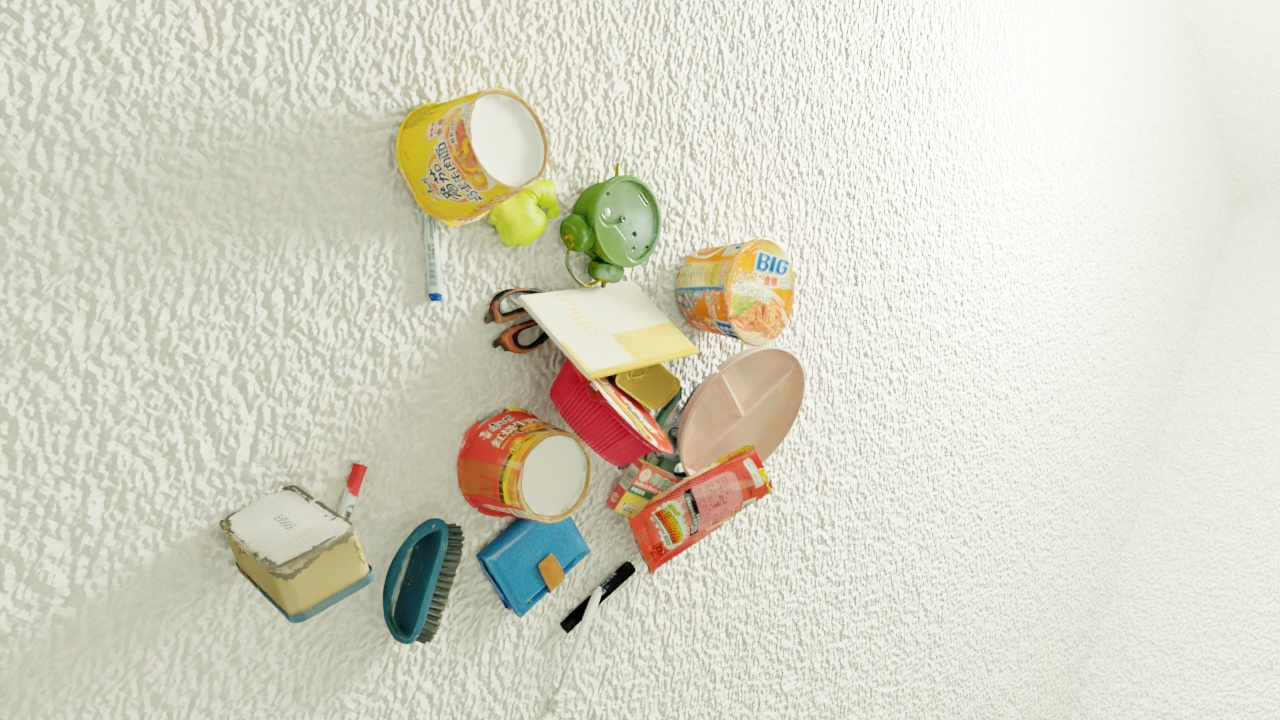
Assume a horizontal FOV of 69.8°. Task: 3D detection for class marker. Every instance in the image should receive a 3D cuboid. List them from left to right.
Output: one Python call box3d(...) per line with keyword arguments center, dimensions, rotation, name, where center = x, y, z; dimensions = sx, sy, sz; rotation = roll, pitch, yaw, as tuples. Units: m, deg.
box3d(center=(-0.324, 0.182, 0.987), dimensions=(0.017, 0.017, 0.145), rotation=(23, 80, -42), name="marker")
box3d(center=(-0.234, -0.139, 1.026), dimensions=(0.016, 0.017, 0.146), rotation=(-11, 103, -41), name="marker")
box3d(center=(-0.057, 0.322, 1.251), dimensions=(0.131, 0.020, 0.022), rotation=(-38, 136, -32), name="marker")

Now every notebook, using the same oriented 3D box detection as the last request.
box3d(center=(-0.036, -0.043, 1.139), dimensions=(0.205, 0.146, 0.010), rotation=(-13, 142, -48), name="notebook")

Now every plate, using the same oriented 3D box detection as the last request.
box3d(center=(0.141, 0.078, 1.302), dimensions=(0.229, 0.028, 0.230), rotation=(-22, 130, -29), name="plate")

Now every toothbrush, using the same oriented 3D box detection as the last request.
box3d(center=(-0.085, 0.386, 1.218), dimensions=(0.016, 0.016, 0.180), rotation=(22, 89, -50), name="toothbrush")

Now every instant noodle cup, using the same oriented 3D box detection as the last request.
box3d(center=(-0.174, -0.225, 0.989), dimensions=(0.137, 0.110, 0.138), rotation=(8, 79, -47), name="instant noodle cup")
box3d(center=(-0.132, 0.132, 1.095), dimensions=(0.137, 0.109, 0.138), rotation=(-8, 101, -42), name="instant noodle cup")
box3d(center=(-0.047, 0.063, 1.139), dimensions=(0.066, 0.193, 0.194), rotation=(-43, 127, 5), name="instant noodle cup")
box3d(center=(0.130, -0.099, 1.302), dimensions=(0.151, 0.112, 0.151), rotation=(-7, 101, -42), name="instant noodle cup")

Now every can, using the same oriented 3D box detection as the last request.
box3d(center=(-0.007, 0.007, 1.198), dimensions=(0.057, 0.083, 0.102), rotation=(-47, 133, 6), name="can")

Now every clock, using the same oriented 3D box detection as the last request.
box3d(center=(-0.041, -0.165, 1.173), dimensions=(0.116, 0.056, 0.161), rotation=(50, 63, -34), name="clock")

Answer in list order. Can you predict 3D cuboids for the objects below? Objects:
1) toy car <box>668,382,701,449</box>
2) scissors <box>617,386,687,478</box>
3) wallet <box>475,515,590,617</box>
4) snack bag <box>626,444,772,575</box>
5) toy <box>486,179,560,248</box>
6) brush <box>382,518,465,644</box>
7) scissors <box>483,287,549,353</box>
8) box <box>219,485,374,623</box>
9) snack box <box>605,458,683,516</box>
box3d(center=(0.076, 0.081, 1.330), dimensions=(0.049, 0.031, 0.105), rotation=(30, 90, -40), name="toy car")
box3d(center=(0.049, 0.108, 1.289), dimensions=(0.169, 0.019, 0.175), rotation=(2, 112, -38), name="scissors")
box3d(center=(-0.133, 0.244, 1.159), dimensions=(0.132, 0.040, 0.106), rotation=(-39, 116, -31), name="wallet")
box3d(center=(0.083, 0.204, 1.278), dimensions=(0.207, 0.073, 0.129), rotation=(-28, 130, -16), name="snack bag")
box3d(center=(-0.137, -0.179, 1.099), dimensions=(0.096, 0.031, 0.100), rotation=(20, 79, -40), name="toy")
box3d(center=(-0.252, 0.248, 1.036), dimensions=(0.073, 0.055, 0.143), rotation=(21, 82, -43), name="brush")
box3d(center=(-0.098, -0.048, 1.165), dimensions=(0.209, 0.015, 0.182), rotation=(38, 69, -39), name="scissors")
box3d(center=(-0.326, 0.180, 0.872), dimensions=(0.089, 0.184, 0.063), rotation=(-27, 116, -32), name="box")
box3d(center=(0.028, 0.195, 1.292), dimensions=(0.155, 0.027, 0.077), rotation=(30, 95, -41), name="snack box")
